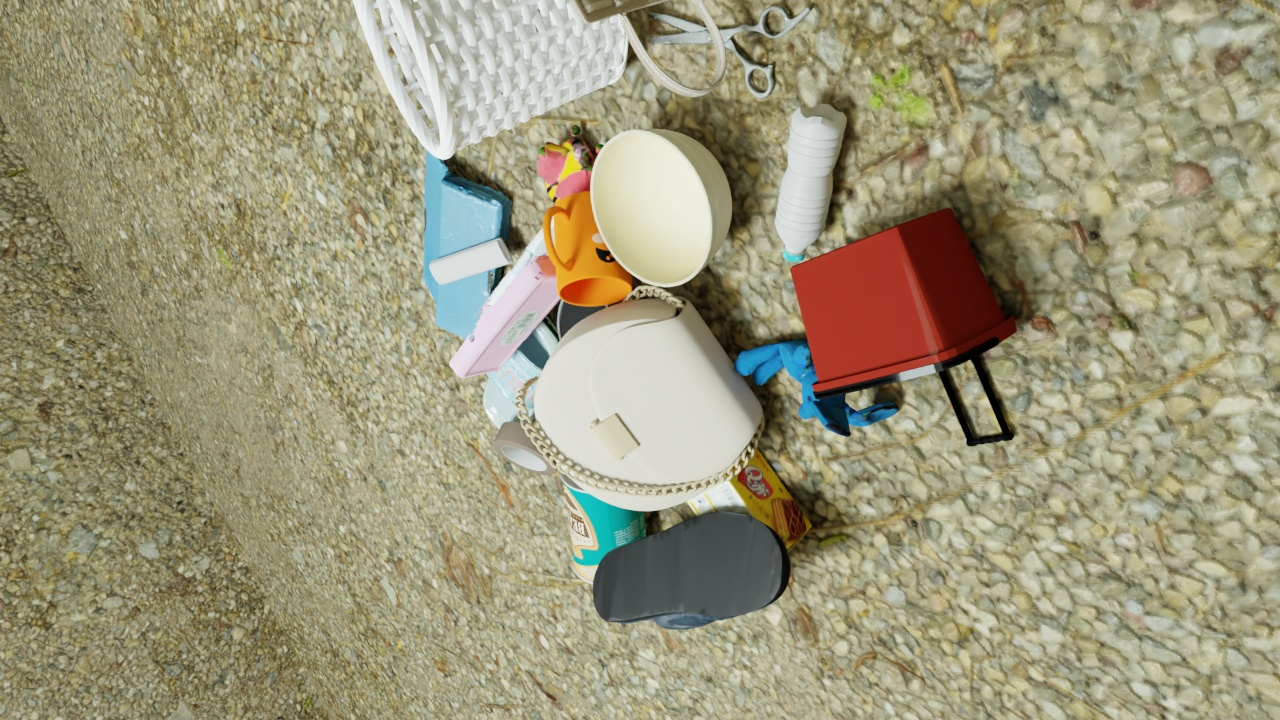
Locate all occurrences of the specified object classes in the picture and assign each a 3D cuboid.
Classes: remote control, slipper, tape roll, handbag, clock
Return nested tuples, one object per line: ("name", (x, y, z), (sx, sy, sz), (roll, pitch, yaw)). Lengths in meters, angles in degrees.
("remote control", (-0.212, -0.121, 1.136), (0.131, 0.012, 0.033), (-11, 116, 37))
("slipper", (0.065, 0.233, 0.992), (0.266, 0.083, 0.108), (-24, 58, 41))
("tape roll", (-0.150, 0.119, 1.233), (0.094, 0.030, 0.094), (19, 153, 10))
("handbag", (0.002, 0.045, 0.954), (0.209, 0.103, 0.210), (-30, 106, 20))
("slipper", (-0.162, 0.023, 1.189), (0.104, 0.074, 0.246), (48, 140, 13))
("clock", (-0.037, -0.043, 1.014), (0.148, 0.056, 0.104), (3, 91, 49))
("handbag", (0.004, -0.303, 0.739), (0.062, 0.175, 0.198), (-23, 98, 50))

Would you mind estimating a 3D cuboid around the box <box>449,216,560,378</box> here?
("box", (-0.151, -0.078, 1.060), (0.202, 0.110, 0.101), (-45, 68, 37))

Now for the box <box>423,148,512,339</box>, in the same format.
("box", (-0.245, -0.143, 1.190), (0.175, 0.060, 0.232), (37, 136, 26))

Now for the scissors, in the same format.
("scissors", (0.073, -0.290, 0.796), (0.153, 0.014, 0.131), (46, 139, 11))

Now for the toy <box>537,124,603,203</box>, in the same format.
("toy", (-0.074, -0.198, 0.987), (0.084, 0.046, 0.104), (31, 139, 12))

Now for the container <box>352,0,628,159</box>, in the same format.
("container", (-0.137, -0.305, 0.828), (0.189, 0.186, 0.190), (54, 162, 26))

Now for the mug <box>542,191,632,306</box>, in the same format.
("mug", (-0.061, -0.119, 0.940), (0.078, 0.112, 0.095), (-18, 67, 35))

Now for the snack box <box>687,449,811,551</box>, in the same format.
("snack box", (0.116, 0.165, 0.993), (0.105, 0.061, 0.084), (55, 141, 5))

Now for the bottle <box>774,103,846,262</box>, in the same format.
("bottle", (0.143, -0.148, 0.787), (0.044, 0.044, 0.136), (30, 132, 31))

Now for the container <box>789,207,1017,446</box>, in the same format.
("container", (0.220, -0.006, 0.740), (0.148, 0.126, 0.201), (-19, 92, 50))

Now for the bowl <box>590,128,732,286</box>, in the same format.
("bowl", (0.031, -0.153, 0.877), (0.151, 0.075, 0.151), (24, 128, 35))

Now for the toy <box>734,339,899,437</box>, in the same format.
("toy", (0.162, 0.023, 0.855), (0.176, 0.112, 0.071), (38, 102, 54))

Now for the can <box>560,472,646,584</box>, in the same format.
("can", (-0.043, 0.193, 1.148), (0.099, 0.099, 0.144), (20, 126, 38))
